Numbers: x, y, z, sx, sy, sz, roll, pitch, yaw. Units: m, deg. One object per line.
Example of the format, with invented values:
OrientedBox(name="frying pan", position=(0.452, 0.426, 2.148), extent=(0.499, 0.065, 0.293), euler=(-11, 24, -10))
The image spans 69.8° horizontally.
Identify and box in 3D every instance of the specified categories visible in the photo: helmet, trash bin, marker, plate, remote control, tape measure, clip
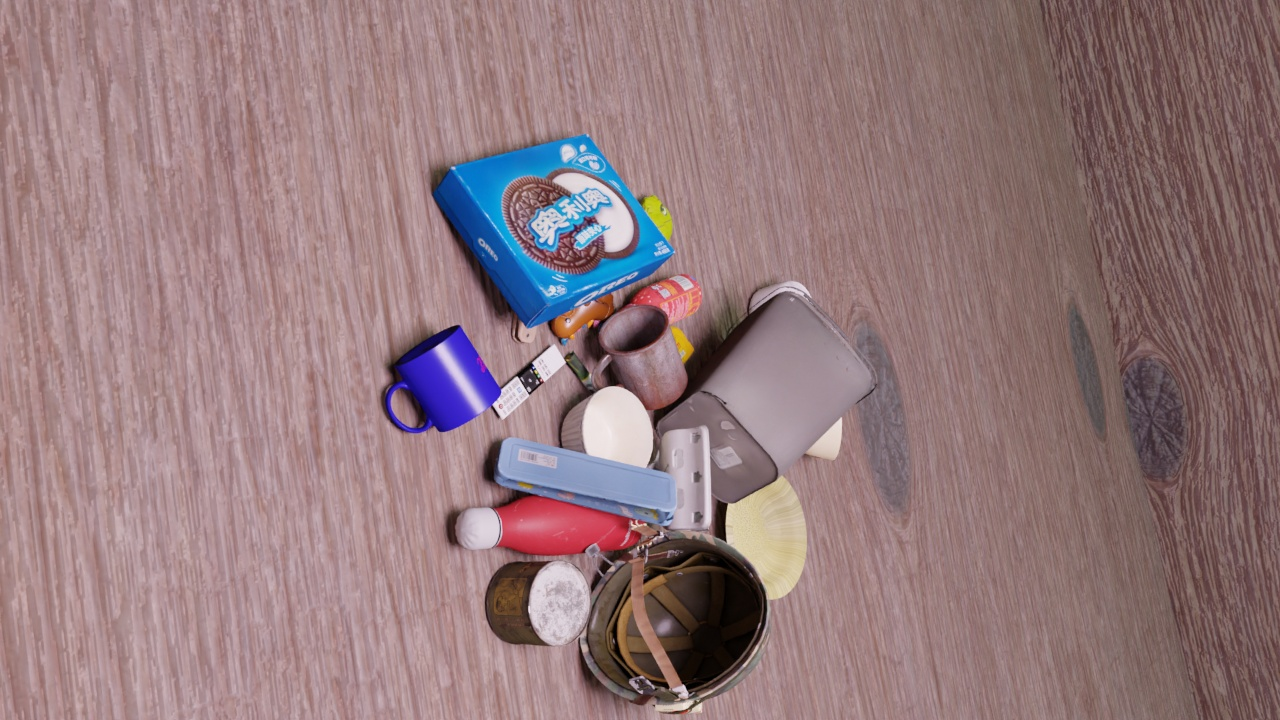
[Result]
OrientedBox(name="helmet", position=(0.036, 0.295, 1.038), extent=(0.236, 0.224, 0.192), euler=(71, 9, -58))
OrientedBox(name="trash bin", position=(0.160, 0.055, 1.235), extent=(0.197, 0.198, 0.219), euler=(47, 53, 0))
OrientedBox(name="marker", position=(-0.048, 0.048, 1.157), extent=(0.146, 0.017, 0.017), euler=(54, 47, -21))
OrientedBox(name="plate", position=(0.169, 0.247, 1.314), extent=(0.184, 0.036, 0.184), euler=(14, 69, -43))
OrientedBox(name="remote control", position=(-0.133, 0.024, 1.079), extent=(0.123, 0.012, 0.028), euler=(-45, 112, -43))
OrientedBox(name="tape measure", position=(0.037, -0.016, 1.253), extent=(0.059, 0.030, 0.068), euler=(56, 44, -19))
OrientedBox(name="clip", position=(0.046, 0.152, 1.135), extent=(0.089, 0.151, 0.125), euler=(13, 70, -31))
OrientedBox(name="clip", position=(-0.134, -0.050, 1.086), extent=(0.025, 0.049, 0.061), euler=(20, 38, -42))

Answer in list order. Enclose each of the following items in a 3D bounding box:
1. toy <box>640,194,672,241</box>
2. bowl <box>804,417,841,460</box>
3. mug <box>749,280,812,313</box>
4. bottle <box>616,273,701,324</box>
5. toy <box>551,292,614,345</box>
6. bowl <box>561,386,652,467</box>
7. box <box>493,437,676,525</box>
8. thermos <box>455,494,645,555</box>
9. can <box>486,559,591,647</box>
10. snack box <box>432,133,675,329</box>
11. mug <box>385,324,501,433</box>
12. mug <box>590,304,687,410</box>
OrientedBox(name="toy", position=(0.012, -0.179, 1.269), extent=(0.093, 0.036, 0.094), euler=(-22, 102, -43))
OrientedBox(name="bowl", position=(0.258, 0.095, 1.412), extent=(0.074, 0.118, 0.118), euler=(0, 75, -3))
OrientedBox(name="mug", position=(0.226, -0.065, 1.433), extent=(0.115, 0.068, 0.094), euler=(55, 47, -21))
OrientedBox(name="bottle", position=(0.021, -0.073, 1.229), extent=(0.137, 0.062, 0.062), euler=(-24, 97, -45))
OrientedBox(name="toy", position=(-0.070, -0.049, 1.150), extent=(0.090, 0.071, 0.103), euler=(-46, 136, -29))
OrientedBox(name="bowl", position=(-0.046, 0.093, 1.113), extent=(0.115, 0.063, 0.115), euler=(14, 69, -43))
OrientedBox(name="box", position=(-0.062, 0.145, 1.029), extent=(0.209, 0.052, 0.066), euler=(14, 37, -10))
OrientedBox(name="thermos", position=(-0.099, 0.182, 1.027), extent=(0.239, 0.073, 0.073), euler=(5, 76, -45))
OrientedBox(name="can", position=(-0.110, 0.262, 0.994), extent=(0.089, 0.075, 0.089), euler=(14, 71, -45))
OrientedBox(name="snack box", position=(-0.096, -0.162, 1.091), extent=(0.238, 0.056, 0.195), euler=(-29, 80, -45))
OrientedBox(name="mug", position=(-0.213, 0.027, 0.957), extent=(0.111, 0.079, 0.083), euler=(-35, 107, -16))
OrientedBox(name="mug", position=(-0.007, 0.007, 1.148), extent=(0.122, 0.096, 0.110), euler=(-35, 127, -15))
